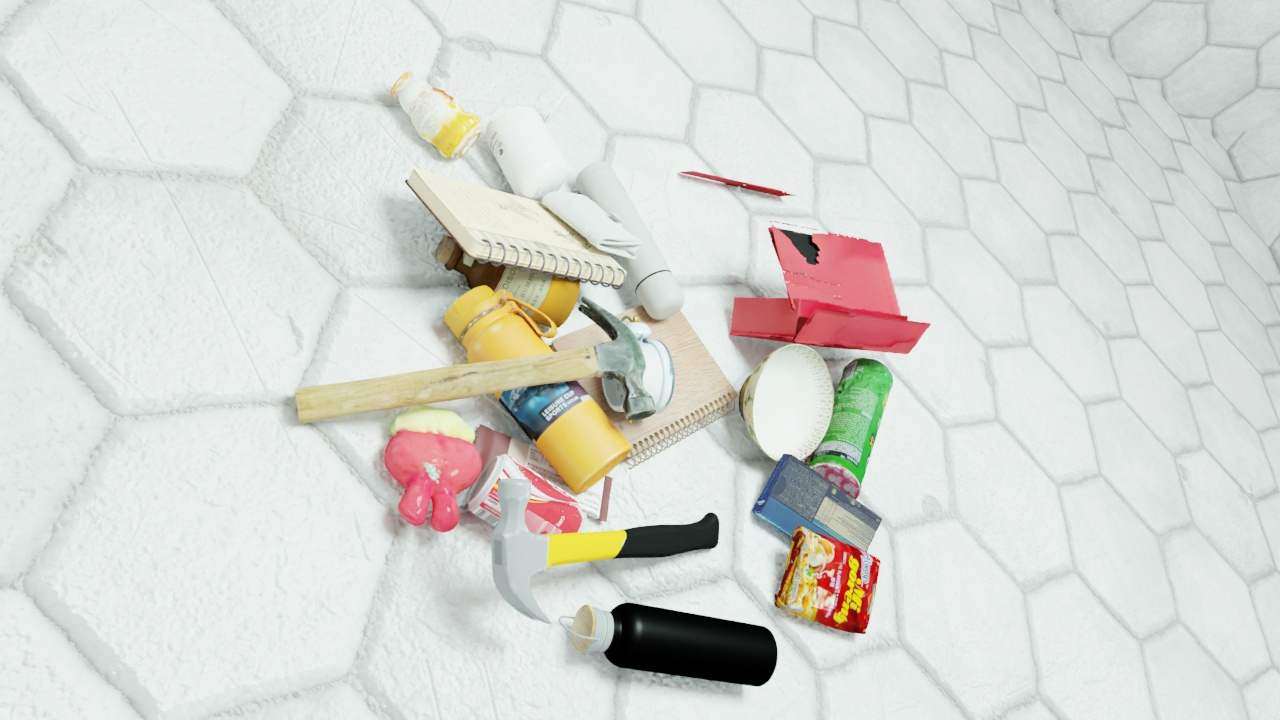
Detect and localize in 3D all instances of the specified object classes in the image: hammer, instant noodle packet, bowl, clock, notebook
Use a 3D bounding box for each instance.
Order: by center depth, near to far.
[{"bbox_3d":[-0.156,0.016,0.881,0.330,0.033,0.132,-8,70,-17],"label":"hammer"},{"bbox_3d":[-0.020,0.179,0.899,0.323,0.029,0.127,9,84,-50],"label":"hammer"},{"bbox_3d":[-0.006,0.006,1.014,0.057,0.083,0.117,0,61,-29],"label":"clock"},{"bbox_3d":[-0.130,-0.144,1.020,0.225,0.024,0.167,6,33,-48],"label":"notebook"},{"bbox_3d":[0.216,0.253,1.053,0.135,0.040,0.098,23,73,-24],"label":"instant noodle packet"},{"bbox_3d":[0.010,0.020,1.090,0.209,0.022,0.169,-24,76,-44],"label":"notebook"},{"bbox_3d":[0.169,0.051,1.137,0.145,0.063,0.145,-3,95,-37],"label":"bowl"}]

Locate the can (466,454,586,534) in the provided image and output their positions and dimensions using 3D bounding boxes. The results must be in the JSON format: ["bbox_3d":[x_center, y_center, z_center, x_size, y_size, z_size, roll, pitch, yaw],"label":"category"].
[{"bbox_3d":[-0.109,0.141,0.886,0.105,0.064,0.064,35,46,-15],"label":"can"}]

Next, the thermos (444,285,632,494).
[{"bbox_3d":[-0.104,0.022,0.951,0.091,0.076,0.232,-36,78,-22],"label":"thermos"}]

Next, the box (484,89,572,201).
[{"bbox_3d":[-0.122,-0.271,1.151,0.143,0.083,0.137,-20,73,-37],"label":"box"}]

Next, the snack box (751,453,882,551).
[{"bbox_3d":[0.213,0.186,1.099,0.150,0.027,0.082,35,77,-13],"label":"snack box"}]

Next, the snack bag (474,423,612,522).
[{"bbox_3d":[-0.100,0.117,0.947,0.158,0.013,0.056,24,49,-21],"label":"snack bag"}]

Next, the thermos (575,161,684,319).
[{"bbox_3d":[-0.013,-0.150,1.149,0.052,0.052,0.224,-8,61,-40],"label":"thermos"}]

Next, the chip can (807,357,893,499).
[{"bbox_3d":[0.276,0.087,1.205,0.075,0.076,0.222,40,45,-7],"label":"chip can"}]

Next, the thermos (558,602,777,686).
[{"bbox_3d":[0.025,0.275,0.898,0.231,0.061,0.061,18,52,-27],"label":"thermos"}]

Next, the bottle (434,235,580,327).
[{"bbox_3d":[-0.149,-0.094,1.015,0.157,0.068,0.067,23,50,-23],"label":"bottle"}]

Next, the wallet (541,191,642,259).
[{"bbox_3d":[-0.055,-0.166,1.095,0.116,0.032,0.086,43,25,29],"label":"wallet"}]

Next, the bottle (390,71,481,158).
[{"bbox_3d":[-0.243,-0.291,1.083,0.109,0.063,0.063,40,45,-8],"label":"bottle"}]

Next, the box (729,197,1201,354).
[{"bbox_3d":[0.340,-0.108,1.080,0.215,0.512,0.141,5,74,-33],"label":"box"}]

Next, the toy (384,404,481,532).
[{"bbox_3d":[-0.195,0.098,0.864,0.091,0.045,0.135,7,52,-22],"label":"toy"}]
